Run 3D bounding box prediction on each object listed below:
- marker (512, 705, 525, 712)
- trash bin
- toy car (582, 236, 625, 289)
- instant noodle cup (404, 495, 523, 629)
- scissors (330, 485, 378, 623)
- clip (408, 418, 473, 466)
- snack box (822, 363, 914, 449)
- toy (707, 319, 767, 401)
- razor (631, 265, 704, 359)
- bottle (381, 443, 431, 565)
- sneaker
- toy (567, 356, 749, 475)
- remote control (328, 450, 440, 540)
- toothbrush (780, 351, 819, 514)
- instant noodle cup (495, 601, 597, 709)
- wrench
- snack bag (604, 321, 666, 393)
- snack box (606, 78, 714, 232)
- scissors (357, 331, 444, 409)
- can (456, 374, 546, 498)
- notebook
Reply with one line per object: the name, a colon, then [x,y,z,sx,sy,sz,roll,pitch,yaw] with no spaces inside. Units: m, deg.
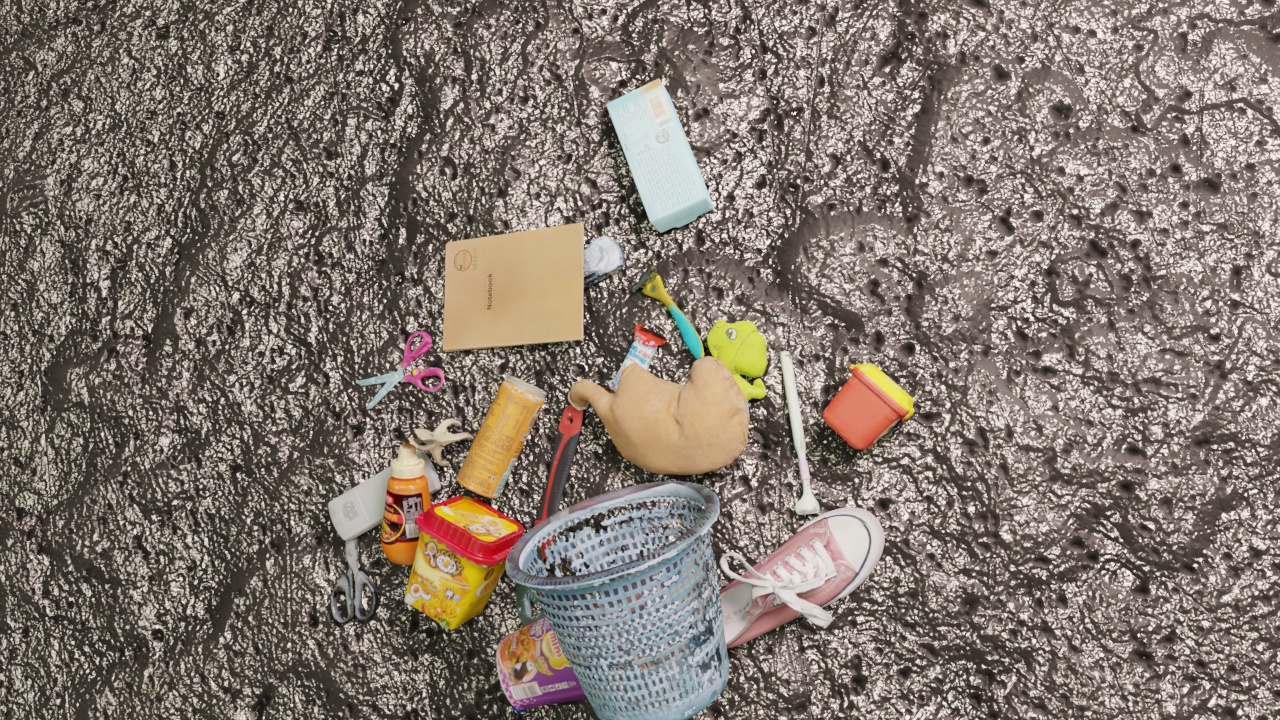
marker: [-0.126,0.351,1.106,0.017,0.017,0.145,16,87,17]
trash bin: [-0.004,0.259,0.953,0.227,0.226,0.195,-14,102,14]
toy car: [-0.069,-0.117,1.148,0.106,0.031,0.049,-28,76,10]
instant noodle cup: [-0.217,0.244,1.104,0.116,0.116,0.124,26,101,17]
scissors: [-0.385,0.255,1.197,0.133,0.014,0.175,-42,73,6]
clip: [-0.258,0.109,1.144,0.035,0.101,0.095,45,121,15]
snack box: [0.246,0.051,1.004,0.082,0.091,0.080,45,103,17]
toy: [0.114,0.002,1.078,0.097,0.031,0.100,34,96,14]
razor: [0.040,-0.053,1.108,0.043,0.028,0.132,-46,68,30]
bottle: [-0.287,0.175,1.133,0.067,0.066,0.149,7,104,17]
sneaker: [0.158,0.243,1.001,0.241,0.087,0.118,-34,74,10]
toy: [0.016,0.069,1.065,0.226,0.082,0.143,-4,100,23]
remote control: [-0.331,0.175,1.184,0.150,0.021,0.058,-30,76,6]
toothbrush: [0.179,0.082,1.055,0.029,0.020,0.189,-4,79,-15]
instant noodle cup: [-0.104,0.343,1.049,0.099,0.111,0.111,-20,77,10]
wrench: [-0.110,0.188,1.119,0.056,0.016,0.273,5,81,39]
snack bag: [-0.007,0.007,1.115,0.045,0.026,0.105,26,93,11]
snack box: [0.024,-0.251,1.128,0.074,0.051,0.174,-23,76,13]
scissors: [-0.319,0.011,1.212,0.136,0.017,0.108,-8,81,19]
can: [-0.171,0.094,1.133,0.058,0.058,0.146,26,90,18]
notebook: [-0.164,-0.090,1.165,0.208,0.008,0.147,-4,81,25]
